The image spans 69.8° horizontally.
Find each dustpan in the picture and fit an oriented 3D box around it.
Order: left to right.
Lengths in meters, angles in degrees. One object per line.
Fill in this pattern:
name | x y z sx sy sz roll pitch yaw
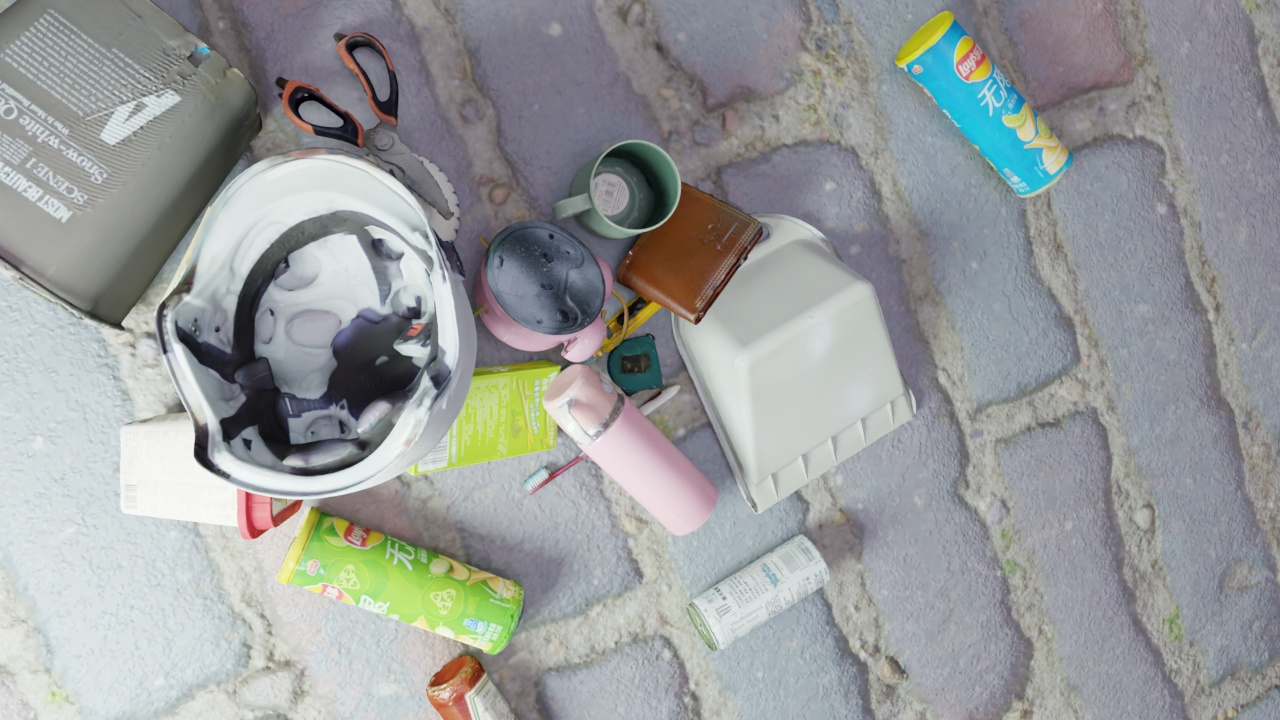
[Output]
dustpan | 0.150 -0.014 0.968 0.222 0.142 0.258 -29 130 -12

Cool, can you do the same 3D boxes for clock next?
clock | -0.080 -0.060 0.857 0.158 0.060 0.117 17 59 -21

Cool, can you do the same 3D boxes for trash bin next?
trash bin | -0.429 -0.165 0.710 0.199 0.199 0.219 39 77 -14

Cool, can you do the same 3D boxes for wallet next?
wallet | 0.048 -0.104 0.892 0.101 0.032 0.124 30 77 24

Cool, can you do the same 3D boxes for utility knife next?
utility knife | -0.008 -0.043 0.906 0.218 0.033 0.015 -42 146 -3

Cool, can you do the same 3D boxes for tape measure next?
tape measure | -0.005 0.005 0.918 0.054 0.025 0.058 -13 96 -15

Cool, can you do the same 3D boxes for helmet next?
helmet | -0.230 -0.019 0.716 0.229 0.146 0.258 -19 73 4

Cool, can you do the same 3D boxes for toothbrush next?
toothbrush | -0.038 0.075 0.919 0.187 0.016 0.017 -35 92 -10

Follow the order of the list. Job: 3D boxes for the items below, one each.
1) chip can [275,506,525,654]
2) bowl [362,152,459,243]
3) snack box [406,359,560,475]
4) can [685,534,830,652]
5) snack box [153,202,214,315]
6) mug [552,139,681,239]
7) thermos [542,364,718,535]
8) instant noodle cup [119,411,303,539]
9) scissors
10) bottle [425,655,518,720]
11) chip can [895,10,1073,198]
chip can | -0.216 0.206 0.848 0.221 0.073 0.072 24 87 -16
bowl | -0.220 -0.134 0.828 0.116 0.066 0.116 -1 94 -15
snack box | -0.144 0.050 0.843 0.156 0.026 0.086 -8 108 -41
can | 0.123 0.240 0.951 0.146 0.058 0.058 -29 100 -12
snack box | -0.285 -0.037 0.818 0.240 0.063 0.114 25 87 -16
mug | -0.030 -0.153 0.858 0.111 0.106 0.082 -20 99 -14
thermos | -0.009 0.090 0.875 0.067 0.087 0.198 -35 116 17
instant noodle cup | -0.364 0.088 0.785 0.124 0.116 0.116 2 93 -5
scissors | -0.239 -0.197 0.797 0.213 0.015 0.197 11 72 6
bottle | -0.133 0.382 0.890 0.059 0.060 0.206 -32 102 -12
chip can | 0.368 -0.270 0.980 0.210 0.071 0.071 42 82 -14
